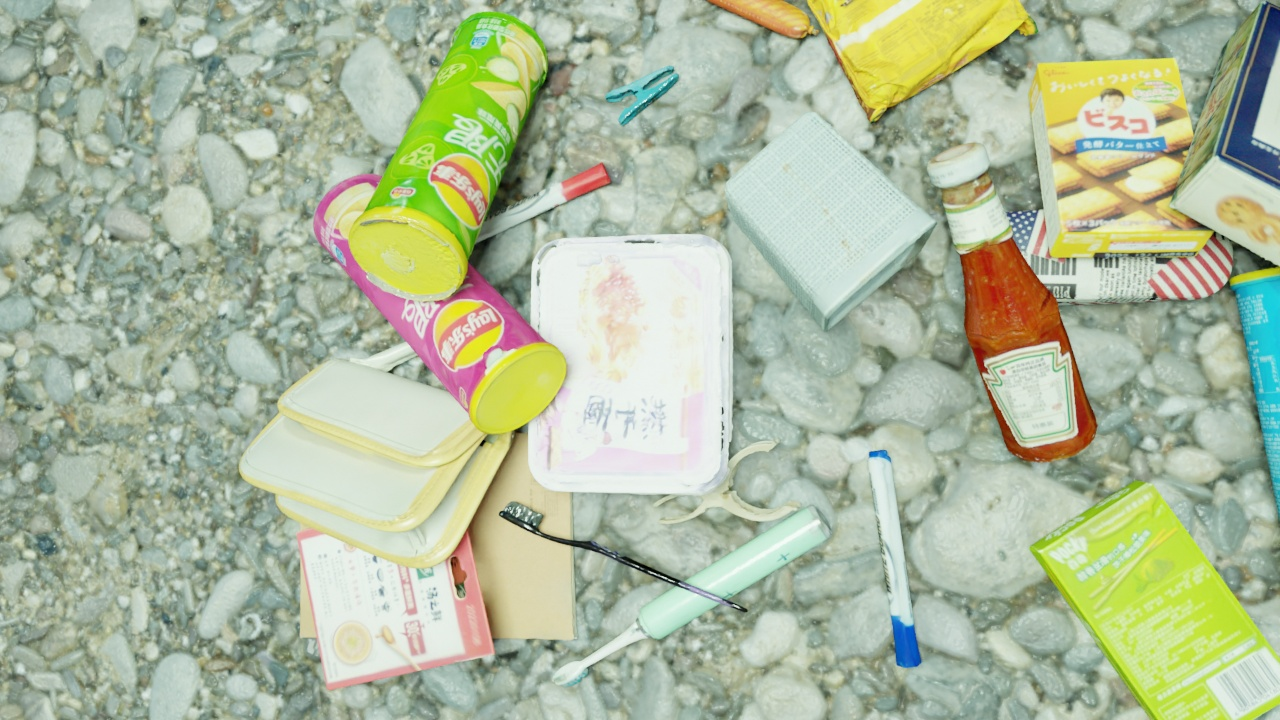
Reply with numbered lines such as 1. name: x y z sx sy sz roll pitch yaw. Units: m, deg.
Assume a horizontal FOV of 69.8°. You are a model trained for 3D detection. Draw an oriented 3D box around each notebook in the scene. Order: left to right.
1. notebook: -0.152 0.129 0.677 0.211 0.012 0.149 -2 86 8

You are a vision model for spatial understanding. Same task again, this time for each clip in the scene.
1. clip: 0.003 -0.196 0.669 0.057 0.015 0.049 -32 81 7
2. clip: 0.068 0.100 0.635 0.102 0.035 0.094 -44 81 9

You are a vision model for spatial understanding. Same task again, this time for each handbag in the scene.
1. handbag: -0.170 0.038 0.640 0.163 0.063 0.178 15 60 25

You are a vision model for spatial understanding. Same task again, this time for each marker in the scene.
1. marker: -0.090 -0.109 0.677 0.145 0.017 0.017 -23 84 7
2. marker: 0.172 0.134 0.625 0.017 0.017 0.145 -8 86 8

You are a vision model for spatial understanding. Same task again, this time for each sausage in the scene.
1. sausage: 0.053 -0.269 0.661 0.165 0.021 0.021 29 91 9

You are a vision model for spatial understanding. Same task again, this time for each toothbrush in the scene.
1. toothbrush: -0.014 0.135 0.636 0.189 0.014 0.016 18 75 15
2. toothbrush: 0.033 0.168 0.640 0.224 0.027 0.026 -33 47 5

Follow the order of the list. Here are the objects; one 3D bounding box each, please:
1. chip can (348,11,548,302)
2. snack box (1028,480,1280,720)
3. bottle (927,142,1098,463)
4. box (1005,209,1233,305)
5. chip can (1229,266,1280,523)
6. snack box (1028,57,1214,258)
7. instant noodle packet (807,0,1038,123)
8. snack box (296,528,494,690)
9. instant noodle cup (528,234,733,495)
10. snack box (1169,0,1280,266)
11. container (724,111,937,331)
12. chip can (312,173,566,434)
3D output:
1. chip can: -0.119 -0.143 0.606 0.072 0.073 0.220 7 53 9
2. snack box: 0.337 0.165 0.594 0.086 0.026 0.156 -35 83 5
3. bottle: 0.227 -0.034 0.569 0.060 0.059 0.206 -24 107 6
4. box: 0.299 -0.067 0.608 0.164 0.060 0.071 2 66 8
5. chip can: 0.424 0.044 0.565 0.071 0.071 0.210 -9 86 8
6. snack box: 0.303 -0.131 0.587 0.087 0.034 0.140 1 61 9
7. instant noodle packet: 0.190 -0.241 0.629 0.128 0.044 0.111 -29 90 10
8. snack box: -0.167 0.160 0.649 0.127 0.044 0.113 -14 83 9
9. instant noodle cup: -0.004 0.004 0.636 0.138 0.060 0.173 0 87 9
10. snack box: 0.424 -0.114 0.542 0.178 0.046 0.182 32 59 8
11. container: 0.121 -0.093 0.610 0.090 0.090 0.111 -41 79 4
12. chip can: -0.141 -0.043 0.622 0.071 0.071 0.210 -48 62 3
